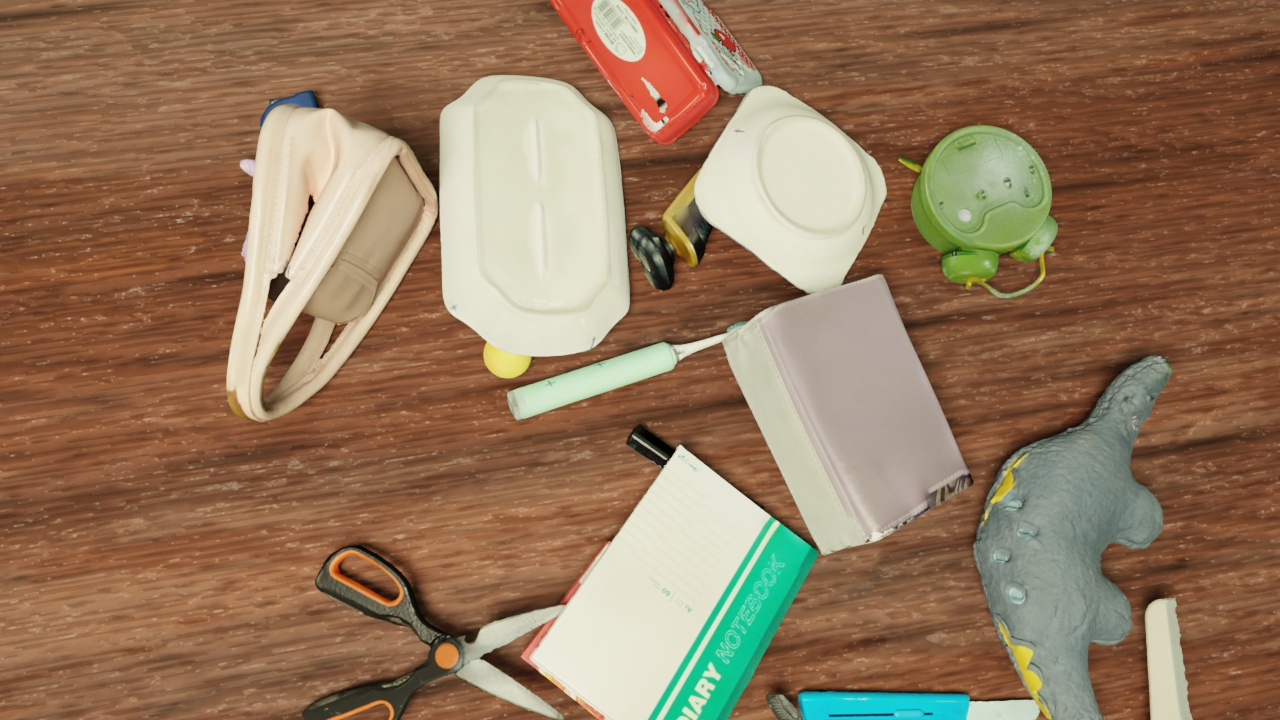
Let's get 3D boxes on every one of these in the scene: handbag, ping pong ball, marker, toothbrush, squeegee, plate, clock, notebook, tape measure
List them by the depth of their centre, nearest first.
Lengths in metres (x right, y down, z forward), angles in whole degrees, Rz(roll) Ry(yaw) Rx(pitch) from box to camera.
[{"bbox_3d":[-0.246,-0.061,0.700,0.093,0.193,0.234,21,86,0],"label":"handbag"},{"bbox_3d":[0.034,0.189,0.716,0.150,0.012,0.208,37,63,0],"label":"notebook"},{"bbox_3d":[0.166,0.335,0.734,0.189,0.016,0.014,48,37,-3],"label":"toothbrush"},{"bbox_3d":[0.326,0.327,0.750,0.246,0.039,0.246,-4,82,-3],"label":"squeegee"},{"bbox_3d":[0.173,0.040,0.760,0.144,0.099,0.197,-19,80,-25],"label":"handbag"},{"bbox_3d":[-0.111,-0.005,0.770,0.040,0.040,0.040,1,79,-6],"label":"ping pong ball"},{"bbox_3d":[0.047,0.098,0.777,0.132,0.020,0.022,34,61,1],"label":"marker"},{"bbox_3d":[-0.087,-0.134,0.777,0.162,0.034,0.265,1,72,-16],"label":"plate"},{"bbox_3d":[-0.005,0.005,0.786,0.224,0.027,0.026,-18,117,-8],"label":"toothbrush"},{"bbox_3d":[-0.300,-0.202,0.797,0.054,0.025,0.058,-18,77,-7],"label":"tape measure"},{"bbox_3d":[0.141,-0.156,0.803,0.163,0.034,0.164,34,68,-11],"label":"plate"},{"bbox_3d":[0.310,-0.132,0.828,0.116,0.056,0.161,-23,82,-9],"label":"clock"}]

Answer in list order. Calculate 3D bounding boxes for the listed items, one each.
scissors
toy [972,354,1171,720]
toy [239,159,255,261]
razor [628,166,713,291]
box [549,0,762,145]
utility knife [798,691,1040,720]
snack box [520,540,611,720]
[{"bbox_3d":[-0.169,0.229,0.711,0.221,0.022,0.230,44,88,12],"label":"scissors"},{"bbox_3d":[0.351,0.145,0.753,0.138,0.091,0.355,16,71,18],"label":"toy"},{"bbox_3d":[-0.303,-0.119,0.774,0.084,0.039,0.108,5,85,1],"label":"toy"},{"bbox_3d":[0.049,-0.139,0.810,0.068,0.062,0.167,27,70,25],"label":"razor"},{"bbox_3d":[0.012,-0.304,0.842,0.113,0.099,0.201,-38,85,23],"label":"box"},{"bbox_3d":[0.234,0.290,0.759,0.209,0.018,0.034,1,79,-6],"label":"utility knife"},{"bbox_3d":[-0.011,0.227,0.733,0.127,0.044,0.113,37,78,2],"label":"snack box"}]
